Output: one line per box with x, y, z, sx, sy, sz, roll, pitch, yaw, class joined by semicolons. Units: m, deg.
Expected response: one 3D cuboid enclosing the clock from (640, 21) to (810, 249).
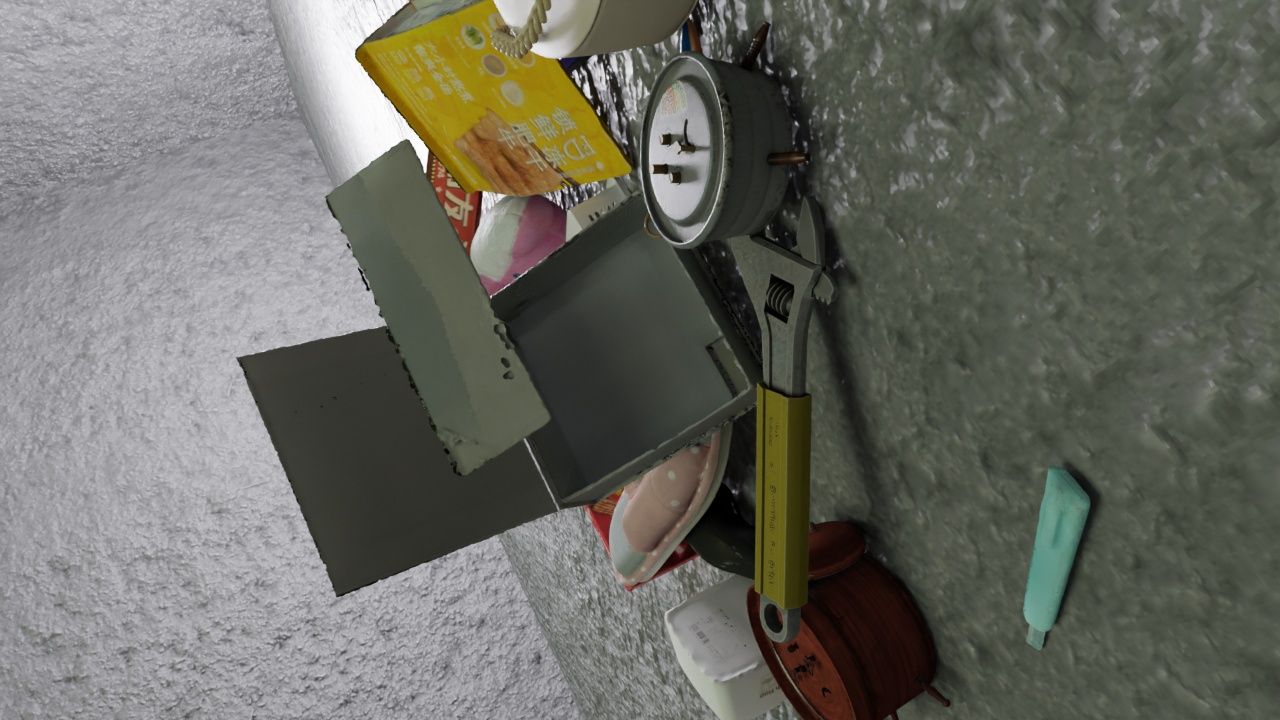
0.033;-0.109;0.515;0.148;0.056;0.103;135;126;-61;clock

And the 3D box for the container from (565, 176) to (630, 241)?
-0.016;-0.076;0.740;0.129;0.049;0.081;59;160;23;container

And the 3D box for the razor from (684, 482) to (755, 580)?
0.081;0.140;0.739;0.141;0.053;0.064;19;105;60;razor

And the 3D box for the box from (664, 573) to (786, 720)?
0.088;0.250;0.751;0.124;0.108;0.137;39;146;57;box

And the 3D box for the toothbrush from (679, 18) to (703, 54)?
0.039;-0.139;0.561;0.021;0.017;0.135;31;141;58;toothbrush

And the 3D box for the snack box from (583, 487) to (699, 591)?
-0.004;0.151;0.917;0.133;0.089;0.021;60;161;19;snack box

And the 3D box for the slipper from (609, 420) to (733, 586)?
0.009;0.098;0.759;0.275;0.054;0.114;112;154;-43;slipper

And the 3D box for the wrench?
0.081;0.034;0.534;0.084;0.018;0.273;17;110;57;wrench

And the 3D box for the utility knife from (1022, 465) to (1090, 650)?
0.190;0.100;0.430;0.022;0.015;0.129;-127;21;-47;utility knife

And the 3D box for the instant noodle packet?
-0.110;-0.215;0.738;0.222;0.084;0.163;16;150;51;instant noodle packet

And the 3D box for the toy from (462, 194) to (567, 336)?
-0.106;-0.098;0.914;0.266;0.128;0.186;164;126;-74;toy

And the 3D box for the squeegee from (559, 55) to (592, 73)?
-0.128;-0.308;0.763;0.185;0.055;0.250;63;163;-14;squeegee

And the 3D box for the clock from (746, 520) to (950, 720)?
0.125;0.172;0.606;0.157;0.072;0.121;58;160;23;clock

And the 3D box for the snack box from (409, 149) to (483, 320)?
-0.206;-0.141;0.998;0.113;0.060;0.236;176;100;-81;snack box

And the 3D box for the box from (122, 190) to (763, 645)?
-0.106;0.028;0.605;0.166;0.368;0.150;61;159;16;box

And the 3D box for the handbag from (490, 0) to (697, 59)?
-0.031;-0.275;0.493;0.210;0.103;0.209;42;142;52;handbag
